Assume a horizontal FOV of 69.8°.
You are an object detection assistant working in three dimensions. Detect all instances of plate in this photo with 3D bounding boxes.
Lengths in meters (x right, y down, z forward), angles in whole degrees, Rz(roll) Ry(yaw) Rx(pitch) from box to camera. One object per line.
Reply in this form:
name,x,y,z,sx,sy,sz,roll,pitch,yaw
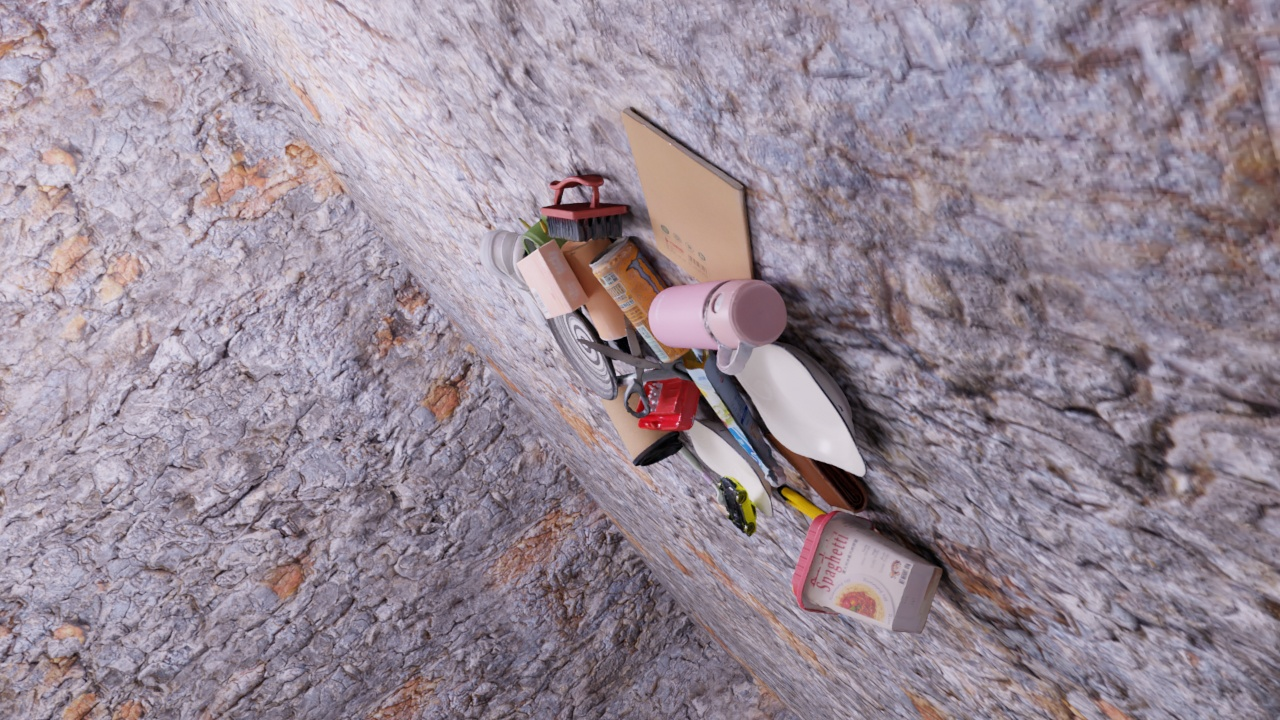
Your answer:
plate,0.130,0.137,1.288,0.164,0.034,0.164,39,164,36
plate,-0.079,-0.024,1.267,0.179,0.024,0.180,50,161,24
plate,0.156,0.035,0.906,0.163,0.034,0.164,55,163,-20

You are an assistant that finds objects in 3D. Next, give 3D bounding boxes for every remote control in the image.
remote control,-0.035,-0.025,1.381,0.053,0.024,0.136,52,165,-8

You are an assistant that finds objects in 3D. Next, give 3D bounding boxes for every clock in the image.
clock,-0.093,-0.127,1.207,0.161,0.056,0.116,53,167,-22

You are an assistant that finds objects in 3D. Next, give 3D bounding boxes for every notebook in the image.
notebook,0.051,-0.127,0.851,0.148,0.008,0.208,41,165,28

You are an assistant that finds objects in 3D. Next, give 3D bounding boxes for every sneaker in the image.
sneaker,-0.130,-0.113,1.338,0.091,0.089,0.242,1,154,29

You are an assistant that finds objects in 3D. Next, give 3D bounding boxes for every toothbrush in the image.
toothbrush,0.083,0.169,1.569,0.189,0.029,0.020,49,125,4

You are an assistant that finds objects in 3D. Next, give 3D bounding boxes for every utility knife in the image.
utility knife,0.248,0.213,1.169,0.223,0.015,0.033,31,161,51

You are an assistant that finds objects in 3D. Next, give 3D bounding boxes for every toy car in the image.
toy car,0.142,0.203,1.301,0.048,0.032,0.105,33,149,51

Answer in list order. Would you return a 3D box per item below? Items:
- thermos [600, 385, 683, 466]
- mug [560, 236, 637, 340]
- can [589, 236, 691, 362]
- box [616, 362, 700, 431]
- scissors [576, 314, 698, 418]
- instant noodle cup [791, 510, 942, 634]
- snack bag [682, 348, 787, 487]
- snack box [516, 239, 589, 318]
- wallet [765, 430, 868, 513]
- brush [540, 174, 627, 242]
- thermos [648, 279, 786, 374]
thermos,-0.002,0.107,1.532,0.143,0.093,0.093,54,169,13
mug,-0.043,-0.095,1.112,0.123,0.078,0.078,60,164,-23
can,0.007,-0.069,1.050,0.146,0.058,0.058,52,167,-14
box,0.006,0.045,1.277,0.100,0.095,0.202,15,173,-13
scissors,-0.002,0.006,1.128,0.014,0.181,0.160,-109,35,-51
instant noodle cup,0.250,0.237,1.005,0.124,0.116,0.116,16,177,45
snack bag,0.115,0.066,1.093,0.191,0.039,0.110,55,180,-19
snack box,-0.111,-0.098,1.134,0.084,0.026,0.157,61,164,-8
wallet,0.198,0.119,1.034,0.124,0.032,0.101,50,170,-1
brush,-0.070,-0.171,1.020,0.146,0.063,0.069,-156,58,-64
thermos,0.067,-0.033,0.868,0.067,0.087,0.199,19,177,-19
